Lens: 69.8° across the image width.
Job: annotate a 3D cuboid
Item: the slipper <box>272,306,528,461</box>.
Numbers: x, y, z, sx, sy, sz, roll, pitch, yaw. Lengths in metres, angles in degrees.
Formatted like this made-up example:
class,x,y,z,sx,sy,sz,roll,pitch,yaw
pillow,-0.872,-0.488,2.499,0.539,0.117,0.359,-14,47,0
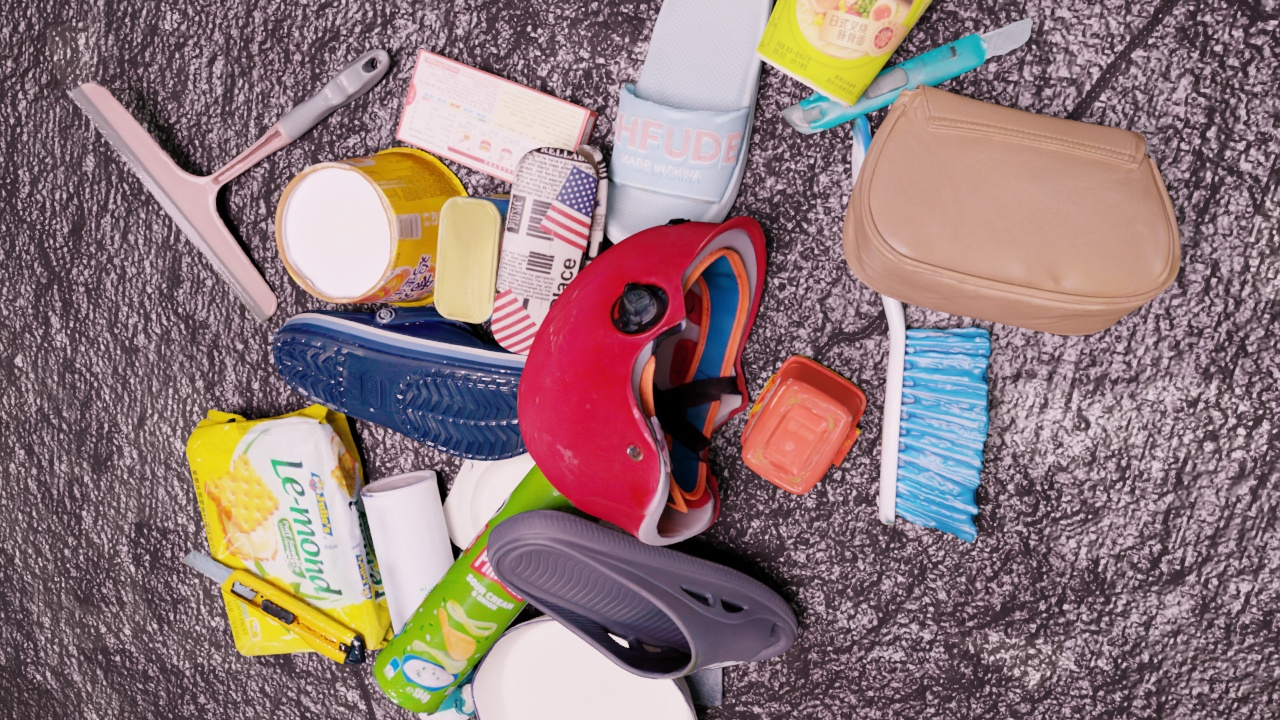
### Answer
class,x,y,z,sx,sy,sz,roll,pitch,yaw
slipper,-0.179,0.008,0.773,0.253,0.095,0.105,12,134,7

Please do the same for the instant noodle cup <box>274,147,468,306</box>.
class,x,y,z,sx,sy,sz,roll,pitch,yaw
instant noodle cup,-0.221,-0.106,0.753,0.138,0.109,0.138,3,101,16

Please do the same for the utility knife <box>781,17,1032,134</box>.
class,x,y,z,sx,sy,sz,roll,pitch,yaw
utility knife,0.193,-0.207,0.670,0.183,0.013,0.029,-19,93,18

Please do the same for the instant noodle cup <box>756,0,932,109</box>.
class,x,y,z,sx,sy,sz,roll,pitch,yaw
instant noodle cup,0.143,-0.245,0.630,0.112,0.111,0.124,32,110,8

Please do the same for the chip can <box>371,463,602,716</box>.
class,x,y,z,sx,sy,sz,roll,pitch,yaw
chip can,-0.122,0.181,0.744,0.072,0.072,0.236,40,99,6

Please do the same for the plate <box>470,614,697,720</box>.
class,x,y,z,sx,sy,sz,roll,pitch,yaw
plate,-0.046,0.305,0.798,0.205,0.045,0.205,5,111,14

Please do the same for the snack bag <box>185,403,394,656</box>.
class,x,y,z,sx,sy,sz,roll,pitch,yaw
snack bag,-0.317,0.157,0.848,0.158,0.068,0.246,-8,98,18

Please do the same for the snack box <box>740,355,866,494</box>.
class,x,y,z,sx,sy,sz,roll,pitch,yaw
snack box,0.123,0.052,0.700,0.082,0.080,0.091,30,106,8

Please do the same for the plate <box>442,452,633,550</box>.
class,x,y,z,sx,sy,sz,roll,pitch,yaw
plate,-0.090,0.132,0.798,0.163,0.034,0.164,32,106,9

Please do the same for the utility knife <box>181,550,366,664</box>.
class,x,y,z,sx,sy,sz,roll,pitch,yaw
utility knife,-0.330,0.220,0.819,0.202,0.015,0.033,24,103,12

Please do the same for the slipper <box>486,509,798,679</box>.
class,x,y,z,sx,sy,sz,roll,pitch,yaw
slipper,0.002,0.197,0.688,0.268,0.083,0.111,28,132,-25

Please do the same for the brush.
class,x,y,z,sx,sy,sz,roll,pitch,yaw
brush,0.205,-0.022,0.682,0.109,0.060,0.314,4,98,18

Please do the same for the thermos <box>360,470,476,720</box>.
class,x,y,z,sx,sy,sz,roll,pitch,yaw
thermos,-0.192,0.215,0.823,0.073,0.073,0.224,-9,98,17

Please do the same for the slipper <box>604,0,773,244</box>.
class,x,y,z,sx,sy,sz,roll,pitch,yaw
slipper,0.036,-0.195,0.684,0.104,0.074,0.246,19,103,11

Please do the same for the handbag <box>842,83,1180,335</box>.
class,x,y,z,sx,sy,sz,roll,pitch,yaw
handbag,0.242,-0.096,0.616,0.204,0.100,0.147,13,74,0

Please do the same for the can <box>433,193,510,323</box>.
class,x,y,z,sx,sy,sz,roll,pitch,yaw
can,-0.123,-0.083,0.743,0.057,0.083,0.102,9,102,14

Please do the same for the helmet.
class,x,y,z,sx,sy,sz,roll,pitch,yaw
helmet,-0.004,0.004,0.667,0.144,0.207,0.239,12,79,21

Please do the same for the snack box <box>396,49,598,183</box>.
class,x,y,z,sx,sy,sz,roll,pitch,yaw
snack box,-0.119,-0.192,0.752,0.156,0.027,0.077,23,104,11

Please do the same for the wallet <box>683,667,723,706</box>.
class,x,y,z,sx,sy,sz,roll,pitch,yaw
wallet,0.025,0.240,0.794,0.097,0.019,0.121,3,103,15

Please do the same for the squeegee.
class,x,y,z,sx,sy,sz,roll,pitch,yaw
squeegee,-0.314,-0.197,0.801,0.250,0.040,0.247,-30,106,13

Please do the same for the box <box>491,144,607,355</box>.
class,x,y,z,sx,sy,sz,roll,pitch,yaw
box,-0.073,-0.086,0.706,0.075,0.086,0.162,43,125,49
